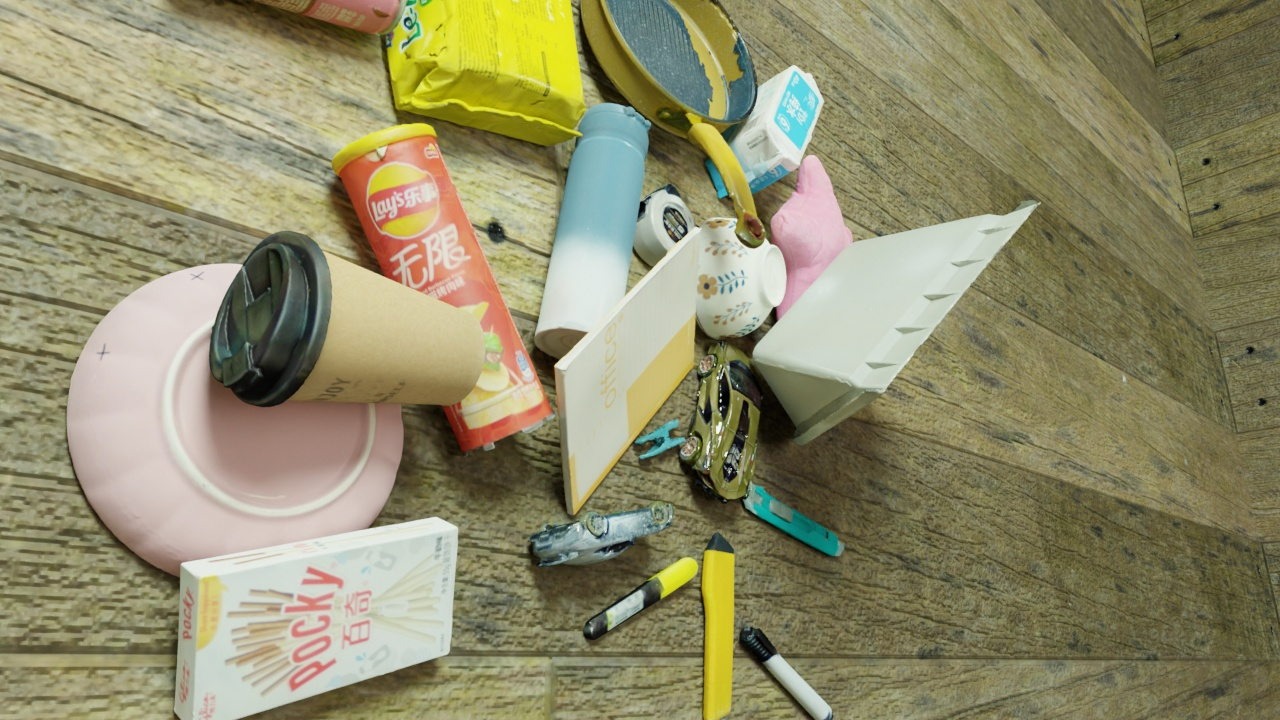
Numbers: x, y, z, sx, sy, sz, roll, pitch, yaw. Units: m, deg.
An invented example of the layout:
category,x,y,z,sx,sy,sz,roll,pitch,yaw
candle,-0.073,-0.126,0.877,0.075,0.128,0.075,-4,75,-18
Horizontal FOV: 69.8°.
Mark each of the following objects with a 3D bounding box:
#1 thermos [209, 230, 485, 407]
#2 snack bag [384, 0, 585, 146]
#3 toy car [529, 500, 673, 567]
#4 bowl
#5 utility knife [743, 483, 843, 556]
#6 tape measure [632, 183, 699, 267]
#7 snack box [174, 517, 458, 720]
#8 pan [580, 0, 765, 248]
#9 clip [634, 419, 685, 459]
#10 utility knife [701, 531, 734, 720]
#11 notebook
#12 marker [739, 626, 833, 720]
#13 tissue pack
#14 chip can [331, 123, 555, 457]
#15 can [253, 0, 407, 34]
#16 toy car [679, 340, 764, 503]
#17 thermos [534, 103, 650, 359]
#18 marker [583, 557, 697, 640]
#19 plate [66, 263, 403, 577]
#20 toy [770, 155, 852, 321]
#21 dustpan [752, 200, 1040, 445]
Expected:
category,x,y,z,sx,sy,sz,roll,pitch,yaw
thermos,-0.160,-0.013,0.513,0.143,0.093,0.093,17,65,-50
snack bag,-0.121,-0.291,0.716,0.157,0.068,0.246,2,74,-45
toy car,-0.025,0.128,0.678,0.120,0.054,0.036,-5,77,-47
bowl,0.095,-0.077,0.840,0.113,0.062,0.113,5,85,-59
utility knife,0.147,0.153,0.873,0.160,0.013,0.029,33,57,-34
tape measure,0.020,-0.118,0.823,0.066,0.034,0.065,58,42,-13
snack box,-0.176,0.143,0.519,0.156,0.027,0.085,-3,102,-47
pan,0.049,-0.236,0.821,0.197,0.078,0.356,15,57,-37
clip,0.016,0.068,0.771,0.056,0.014,0.046,-19,92,-46
utility knife,0.062,0.230,0.760,0.033,0.015,0.173,18,65,-34
notebook,-0.004,0.004,0.714,0.205,0.010,0.146,-48,149,-43
marker,0.131,0.278,0.808,0.131,0.023,0.018,48,42,-21
tissue pack,0.128,-0.227,0.928,0.063,0.090,0.139,42,50,-21
chip can,-0.130,-0.046,0.620,0.073,0.073,0.216,-29,98,-46
can,-0.230,-0.260,0.601,0.147,0.058,0.058,0,76,-45
toy car,0.078,0.051,0.820,0.070,0.042,0.157,34,52,-34
thermos,-0.036,-0.107,0.738,0.070,0.070,0.220,27,59,-36
marker,0.001,0.185,0.715,0.123,0.015,0.018,-21,91,-44
plate,-0.216,0.032,0.528,0.192,0.039,0.192,17,64,-41
toy,0.169,-0.101,0.921,0.194,0.075,0.178,45,56,-54
dustpan,0.223,-0.010,0.825,0.222,0.258,0.142,-46,113,-17
